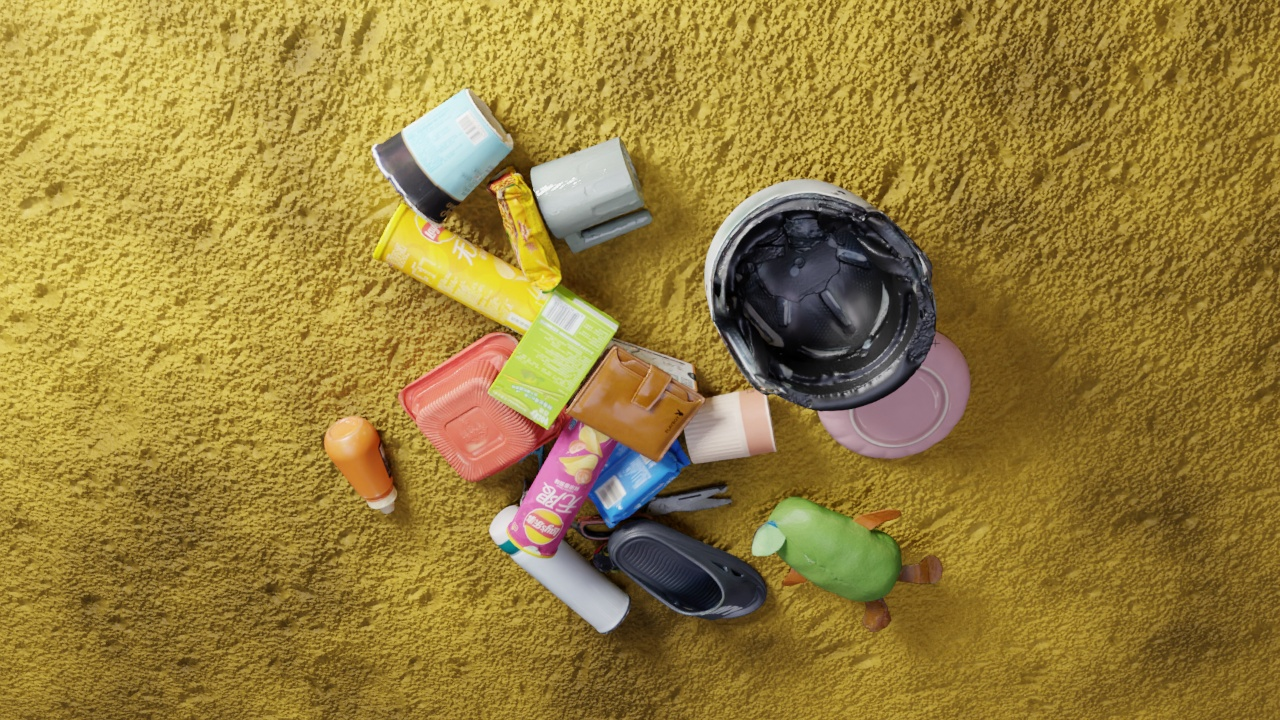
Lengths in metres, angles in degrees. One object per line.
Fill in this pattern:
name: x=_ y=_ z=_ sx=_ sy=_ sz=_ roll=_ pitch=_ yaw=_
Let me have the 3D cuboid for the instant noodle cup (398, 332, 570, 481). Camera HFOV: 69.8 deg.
instant noodle cup: x=-0.196 y=0.071 z=1.148 sx=0.189 sy=0.079 sz=0.164 roll=-31 pitch=110 yaw=18

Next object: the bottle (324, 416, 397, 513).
bottle: x=-0.359 y=0.144 z=1.205 sx=0.067 sy=0.066 sz=0.150 roll=-11 pitch=125 yaw=7

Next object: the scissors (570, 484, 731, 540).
scissors: x=0.008 y=0.190 z=1.241 sx=0.206 sy=0.015 sz=0.202 roll=35 pitch=114 yaw=-15

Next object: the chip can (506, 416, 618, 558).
chip can: x=-0.090 y=0.142 z=1.147 sx=0.071 sy=0.071 sz=0.211 roll=27 pitch=103 yaw=-12

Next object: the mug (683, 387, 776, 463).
mug: x=0.114 y=0.090 z=1.156 sx=0.106 sy=0.081 sz=0.115 roll=-10 pitch=147 yaw=9

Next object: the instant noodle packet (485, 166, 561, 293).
instant noodle packet: x=-0.128 y=-0.144 z=1.013 sx=0.044 sy=0.110 sz=0.128 roll=-23 pitch=116 yaw=-3

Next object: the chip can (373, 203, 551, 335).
chip can: x=-0.197 y=-0.099 z=1.061 sx=0.213 sy=0.072 sz=0.072 roll=28 pitch=115 yaw=-13

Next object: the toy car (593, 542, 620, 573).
toy car: x=-0.014 y=0.262 z=1.268 sx=0.106 sy=0.031 sz=0.049 roll=-18 pitch=128 yaw=2

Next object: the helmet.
helmet: x=0.185 y=-0.086 z=1.012 sx=0.230 sy=0.156 sz=0.274 roll=-39 pitch=121 yaw=18

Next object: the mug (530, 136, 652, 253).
mug: x=-0.050 y=-0.179 z=1.019 sx=0.103 sy=0.083 sz=0.124 roll=-19 pitch=143 yaw=10

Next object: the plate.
plate: x=0.318 y=0.048 z=1.143 sx=0.192 sy=0.039 sz=0.193 roll=1 pitch=118 yaw=1

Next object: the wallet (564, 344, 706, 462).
wallet: x=-0.002 y=0.045 z=1.069 sx=0.130 sy=0.035 sz=0.119 roll=30 pitch=114 yaw=-16

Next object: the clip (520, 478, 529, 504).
clip: x=-0.148 y=0.181 z=1.218 sx=0.042 sy=0.058 sz=0.026 roll=-5 pitch=122 yaw=6

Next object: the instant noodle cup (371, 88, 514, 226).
instant noodle cup: x=-0.205 y=-0.224 z=0.985 sx=0.120 sy=0.111 sz=0.111 roll=-37 pitch=111 yaw=9

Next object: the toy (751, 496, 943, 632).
toy: x=0.271 y=0.261 z=1.231 sx=0.246 sy=0.089 sz=0.228 roll=33 pitch=125 yaw=-11

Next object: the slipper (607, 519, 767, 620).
slipper: x=0.066 y=0.308 z=1.248 sx=0.268 sy=0.083 sz=0.111 roll=34 pitch=117 yaw=-29

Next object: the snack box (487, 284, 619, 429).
snack box: x=-0.101 y=-0.002 z=1.052 sx=0.086 sy=0.026 sz=0.157 roll=32 pitch=113 yaw=-8

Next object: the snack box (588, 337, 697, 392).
snack box: x=-0.007 y=0.006 z=1.109 sx=0.153 sy=0.075 sz=0.026 roll=19 pitch=112 yaw=-8

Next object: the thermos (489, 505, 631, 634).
thermos: x=-0.113 y=0.286 z=1.270 sx=0.073 sy=0.073 sz=0.224 roll=-38 pitch=110 yaw=19

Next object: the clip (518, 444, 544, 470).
clip: x=-0.137 y=0.120 z=1.209 sx=0.033 sy=0.013 sz=0.054 roll=22 pitch=118 yaw=-10

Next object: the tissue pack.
tissue pack: x=-0.010 y=0.136 z=1.174 sx=0.157 sy=0.052 sz=0.095 roll=-43 pitch=69 yaw=22
